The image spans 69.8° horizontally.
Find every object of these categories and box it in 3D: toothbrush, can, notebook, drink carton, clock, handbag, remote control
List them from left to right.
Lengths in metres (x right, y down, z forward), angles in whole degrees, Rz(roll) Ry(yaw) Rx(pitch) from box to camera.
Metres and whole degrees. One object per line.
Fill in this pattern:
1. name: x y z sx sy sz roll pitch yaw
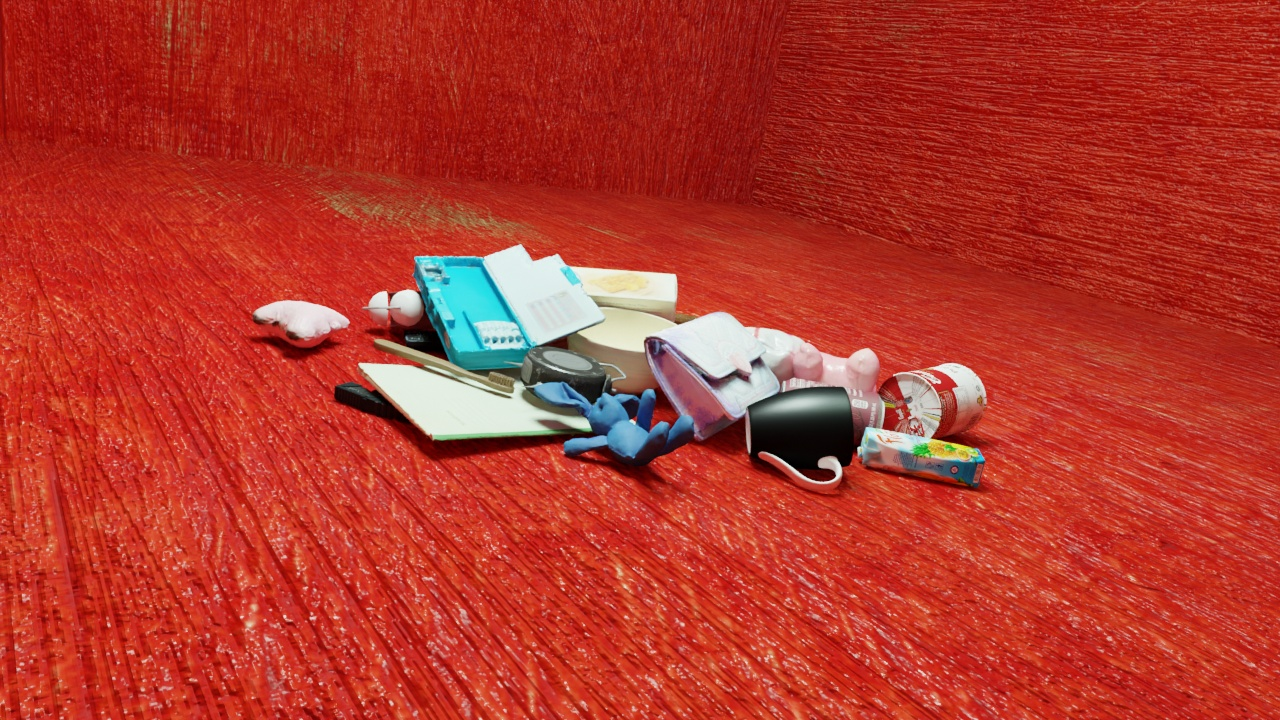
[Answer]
1. clock: -0.287 -0.065 1.180 0.096 0.048 0.137 1 2 44
2. toothbrush: -0.211 0.004 0.982 0.167 0.016 0.016 17 17 11
3. remote control: -0.222 -0.021 1.162 0.150 0.022 0.047 2 18 -19
4. notebook: -0.144 0.041 0.965 0.252 0.010 0.182 1 21 -40
5. clock: -0.079 0.021 0.992 0.122 0.044 0.091 9 17 -26
6. handbag: 0.083 0.009 1.023 0.126 0.069 0.158 57 32 7
7. can: 0.215 0.059 1.045 0.114 0.063 0.063 11 16 6
8. drink carton: 0.299 0.103 0.985 0.129 0.039 0.044 11 16 6
9. can: 0.350 0.052 1.107 0.116 0.087 0.087 -7 23 -44

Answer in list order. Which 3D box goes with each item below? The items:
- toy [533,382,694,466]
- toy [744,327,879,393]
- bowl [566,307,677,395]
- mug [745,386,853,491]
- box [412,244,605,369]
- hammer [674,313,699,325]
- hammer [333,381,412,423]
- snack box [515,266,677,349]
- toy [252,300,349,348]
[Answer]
1. toy: -0.015 0.061 0.895 0.112 0.071 0.176 -7 18 -39
2. toy: 0.185 0.012 1.133 0.213 0.084 0.142 16 -12 16
3. bowl: -0.021 -0.005 1.106 0.151 0.075 0.150 9 21 -4
4. mug: 0.161 0.082 0.930 0.100 0.085 0.118 -3 46 1
5. box: -0.163 -0.071 1.101 0.185 0.056 0.227 -12 37 -20
6. hammer: 0.021 -0.065 1.310 0.322 0.033 0.115 14 10 -26
7. hammer: -0.195 0.018 1.047 0.095 0.015 0.324 17 17 24
8. snack box: -0.059 -0.066 1.208 0.208 0.104 0.057 4 47 -1
9. toy: -0.391 -0.044 1.080 0.099 0.053 0.095 19 16 33
